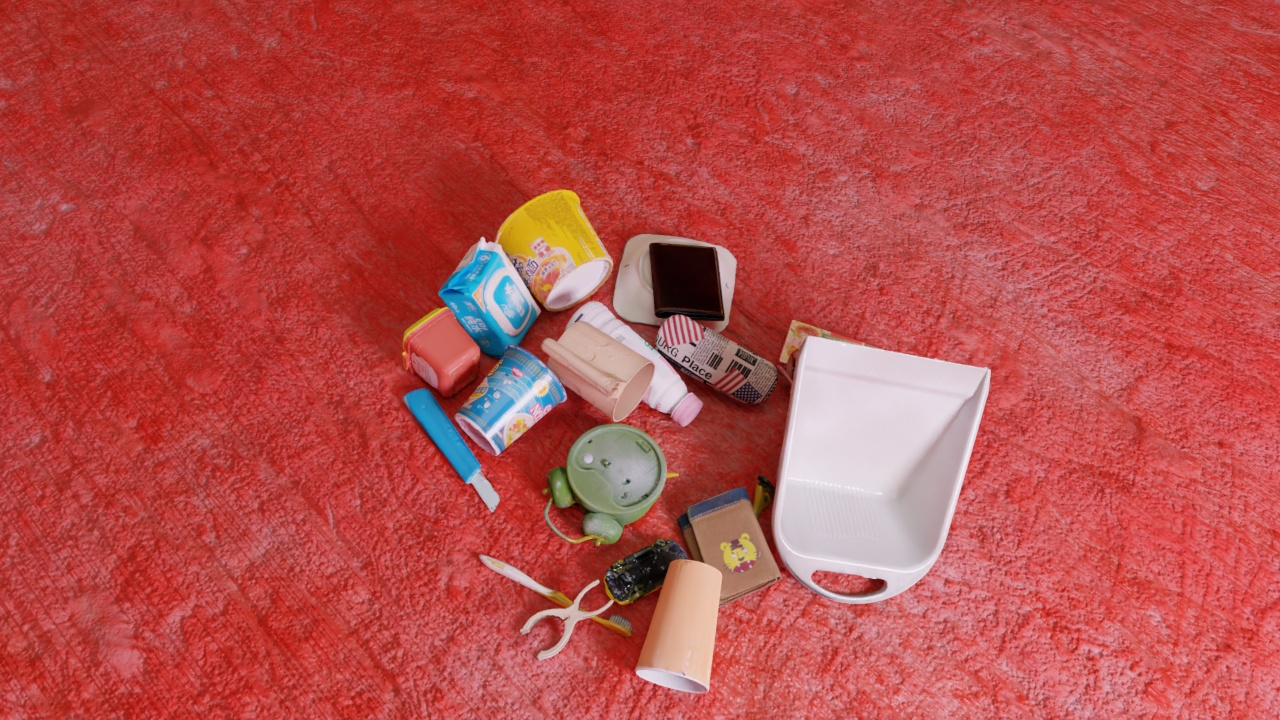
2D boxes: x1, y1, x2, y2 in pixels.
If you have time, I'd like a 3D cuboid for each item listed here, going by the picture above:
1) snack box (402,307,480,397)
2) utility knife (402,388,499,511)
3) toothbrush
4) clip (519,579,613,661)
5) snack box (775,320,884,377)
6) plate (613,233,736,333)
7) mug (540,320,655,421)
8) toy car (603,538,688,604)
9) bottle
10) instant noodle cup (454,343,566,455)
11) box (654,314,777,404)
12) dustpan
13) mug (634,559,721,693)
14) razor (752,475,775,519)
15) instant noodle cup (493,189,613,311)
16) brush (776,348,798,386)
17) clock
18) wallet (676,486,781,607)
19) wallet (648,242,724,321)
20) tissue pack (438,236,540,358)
[{"bbox_3d":[-0.244,-0.006,1.132,0.080,0.091,0.081,44,63,13],"label":"snack box"},{"bbox_3d":[-0.224,0.105,1.100,0.034,0.018,0.191,-36,66,-13],"label":"utility knife"},{"bbox_3d":[-0.094,0.256,1.014,0.191,0.016,0.018,24,46,10],"label":"toothbrush"},{"bbox_3d":[-0.088,0.267,0.982,0.083,0.035,0.104,36,72,12],"label":"clip"},{"bbox_3d":[0.261,0.004,1.212,0.153,0.026,0.075,19,56,7],"label":"snack box"},{"bbox_3d":[0.050,-0.116,1.266,0.163,0.034,0.164,10,57,1],"label":"plate"},{"bbox_3d":[-0.054,0.010,1.080,0.103,0.124,0.084,33,98,18],"label":"mug"},{"bbox_3d":[0.007,0.238,1.027,0.105,0.032,0.048,-21,61,-32],"label":"toy car"},{"bbox_3d":[-0.007,0.007,1.159,0.197,0.068,0.068,40,61,17],"label":"bottle"},{"bbox_3d":[-0.161,0.052,1.103,0.099,0.099,0.109,36,69,17],"label":"instant noodle cup"},{"bbox_3d":[0.097,-0.004,1.159,0.163,0.088,0.076,31,61,2],"label":"box"},{"bbox_3d":[0.257,0.134,1.020,0.222,0.258,0.142,10,35,-8],"label":"dustpan"},{"bbox_3d":[0.046,0.278,0.969,0.078,0.078,0.122,14,60,4],"label":"mug"},{"bbox_3d":[0.137,0.201,1.066,0.028,0.043,0.132,-7,54,30],"label":"razor"},{"bbox_3d":[-0.109,-0.138,1.212,0.137,0.138,0.110,-29,73,-23],"label":"instant noodle cup"},{"bbox_3d":[0.230,0.048,1.147,0.069,0.063,0.145,-35,75,14],"label":"brush"},{"bbox_3d":[-0.042,0.146,1.068,0.160,0.056,0.116,-38,67,-26],"label":"clock"},{"bbox_3d":[0.099,0.211,1.039,0.090,0.033,0.115,-26,61,9],"label":"wallet"},{"bbox_3d":[0.062,-0.107,1.229,0.096,0.020,0.122,3,56,-10],"label":"wallet"},{"bbox_3d":[-0.188,-0.076,1.160,0.063,0.140,0.089,2,49,33],"label":"tissue pack"}]
